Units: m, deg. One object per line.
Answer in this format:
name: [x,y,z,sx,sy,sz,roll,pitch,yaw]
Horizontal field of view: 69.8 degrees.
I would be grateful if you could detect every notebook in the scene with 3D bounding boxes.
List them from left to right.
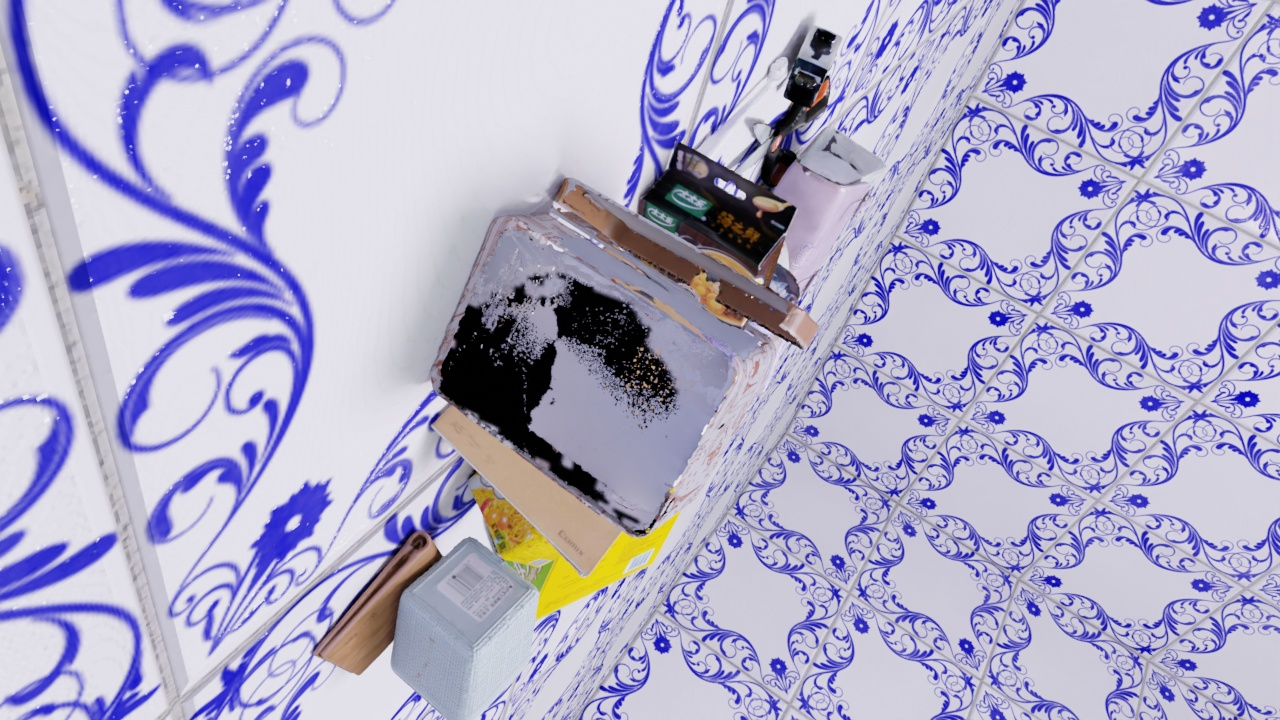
notebook: [-0.031,0.029,0.675,0.210,0.149,0.012,-49,-170,-31]

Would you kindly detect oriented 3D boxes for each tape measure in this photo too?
tape measure: [0.162,-0.277,0.859,0.065,0.033,0.066,-1,115,-87]

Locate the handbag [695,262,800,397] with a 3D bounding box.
handbag: [0.083,-0.044,0.915,0.075,0.134,0.194,-52,166,-20]

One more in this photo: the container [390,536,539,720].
container: [-0.137,0.211,0.727,0.089,0.090,0.112,-40,157,-41]

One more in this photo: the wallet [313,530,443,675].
wallet: [-0.196,0.191,0.713,0.115,0.020,0.101,-50,164,-20]

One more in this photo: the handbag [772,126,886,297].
handbag: [0.186,-0.155,1.066,0.144,0.098,0.198,-38,162,-49]

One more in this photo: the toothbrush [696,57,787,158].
toothbrush: [0.082,-0.210,0.793,0.179,0.016,0.016,-51,157,-28]

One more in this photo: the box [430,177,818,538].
box: [0.002,-0.018,0.605,0.157,0.183,0.193,-62,163,19]

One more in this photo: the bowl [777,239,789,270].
bowl: [0.106,-0.097,0.987,0.062,0.113,0.114,1,132,-24]

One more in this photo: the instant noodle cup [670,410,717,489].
instant noodle cup: [0.009,0.063,0.934,0.118,0.114,0.119,-52,165,-20]

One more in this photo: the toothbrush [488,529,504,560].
toothbrush: [-0.135,0.159,0.852,0.012,0.017,0.186,-14,154,-10]

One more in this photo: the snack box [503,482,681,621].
snack box: [-0.044,0.176,0.991,0.209,0.070,0.158,-12,136,-48]

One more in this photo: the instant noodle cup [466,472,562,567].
instant noodle cup: [-0.061,0.101,0.743,0.124,0.116,0.116,-33,156,7]

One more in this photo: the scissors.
scissors: [0.144,-0.225,0.963,0.221,0.022,0.211,-52,166,-25]

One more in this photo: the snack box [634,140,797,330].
snack box: [0.056,-0.096,0.748,0.053,0.113,0.126,-51,164,-25]
